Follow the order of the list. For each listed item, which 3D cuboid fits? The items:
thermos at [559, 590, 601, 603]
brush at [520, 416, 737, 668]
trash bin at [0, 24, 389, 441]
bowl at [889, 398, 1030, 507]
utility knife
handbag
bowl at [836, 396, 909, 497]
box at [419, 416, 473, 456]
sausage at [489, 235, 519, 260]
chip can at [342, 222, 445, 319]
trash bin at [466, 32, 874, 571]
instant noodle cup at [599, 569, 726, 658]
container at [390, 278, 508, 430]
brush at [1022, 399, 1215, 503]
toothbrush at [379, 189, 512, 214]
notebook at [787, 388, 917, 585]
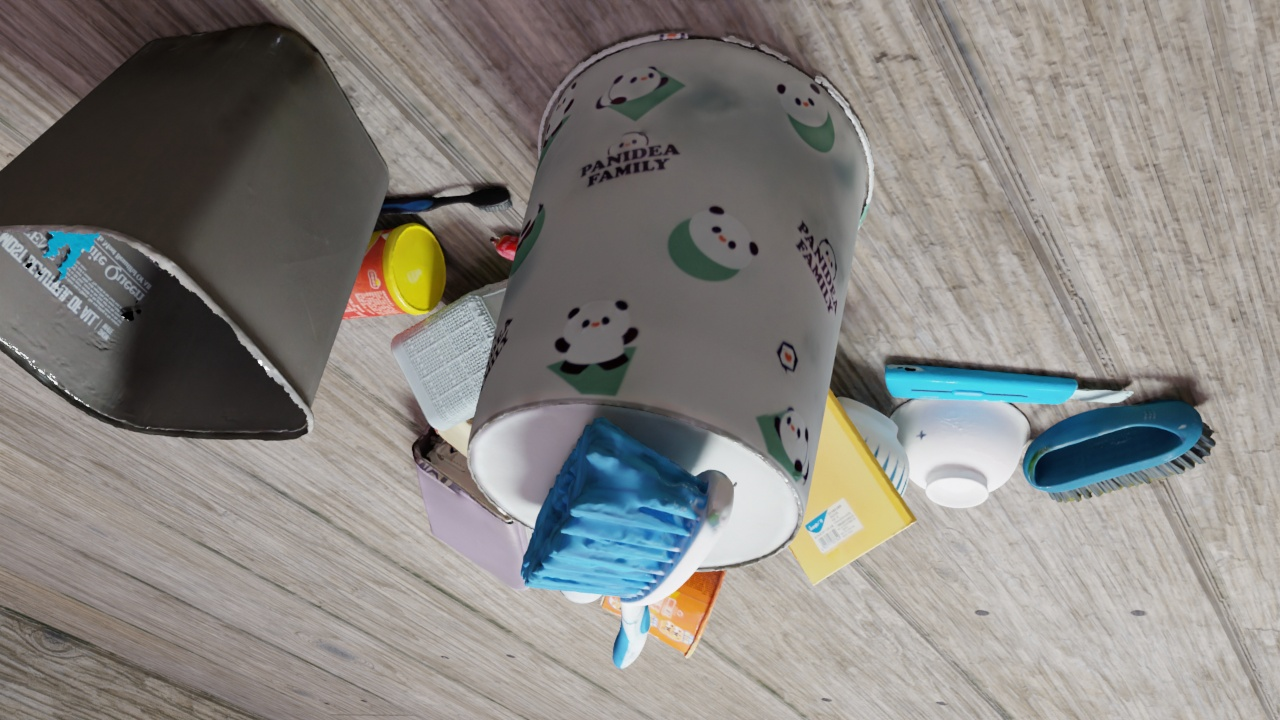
[{"bbox_3d":[-0.057,0.213,1.068,0.073,0.073,0.225,14,144,0],"label":"thermos"},{"bbox_3d":[-0.017,0.126,0.520,0.109,0.060,0.315,16,148,-10],"label":"brush"},{"bbox_3d":[-0.294,-0.089,0.609,0.199,0.219,0.199,0,143,18],"label":"trash bin"},{"bbox_3d":[0.271,0.086,0.784,0.118,0.064,0.118,9,145,6],"label":"bowl"},{"bbox_3d":[0.289,0.022,0.730,0.186,0.018,0.034,3,143,13],"label":"utility knife"},{"bbox_3d":[-0.166,0.152,0.997,0.145,0.098,0.197,23,147,12],"label":"handbag"},{"bbox_3d":[0.178,0.073,0.779,0.116,0.066,0.116,30,174,3],"label":"bowl"},{"bbox_3d":[-0.120,0.079,0.842,0.168,0.077,0.091,35,150,18],"label":"box"},{"bbox_3d":[-0.043,-0.070,0.719,0.156,0.020,0.020,18,145,-5],"label":"sausage"},{"bbox_3d":[-0.268,-0.064,0.759,0.217,0.073,0.073,-5,140,24],"label":"chip can"},{"bbox_3d":[0.018,-0.026,0.558,0.230,0.251,0.230,9,145,6],"label":"trash bin"},{"bbox_3d":[0.028,0.235,1.012,0.111,0.151,0.152,21,145,4],"label":"instant noodle cup"},{"bbox_3d":[-0.127,-0.010,0.751,0.112,0.089,0.090,-27,91,40],"label":"container"},{"bbox_3d":[0.369,0.068,0.732,0.073,0.055,0.144,32,141,-24],"label":"brush"},{"bbox_3d":[-0.183,-0.118,0.708,0.190,0.014,0.016,0,166,21],"label":"toothbrush"},{"bbox_3d":[0.118,0.066,0.732,0.010,0.206,0.146,-20,159,-32],"label":"notebook"}]
